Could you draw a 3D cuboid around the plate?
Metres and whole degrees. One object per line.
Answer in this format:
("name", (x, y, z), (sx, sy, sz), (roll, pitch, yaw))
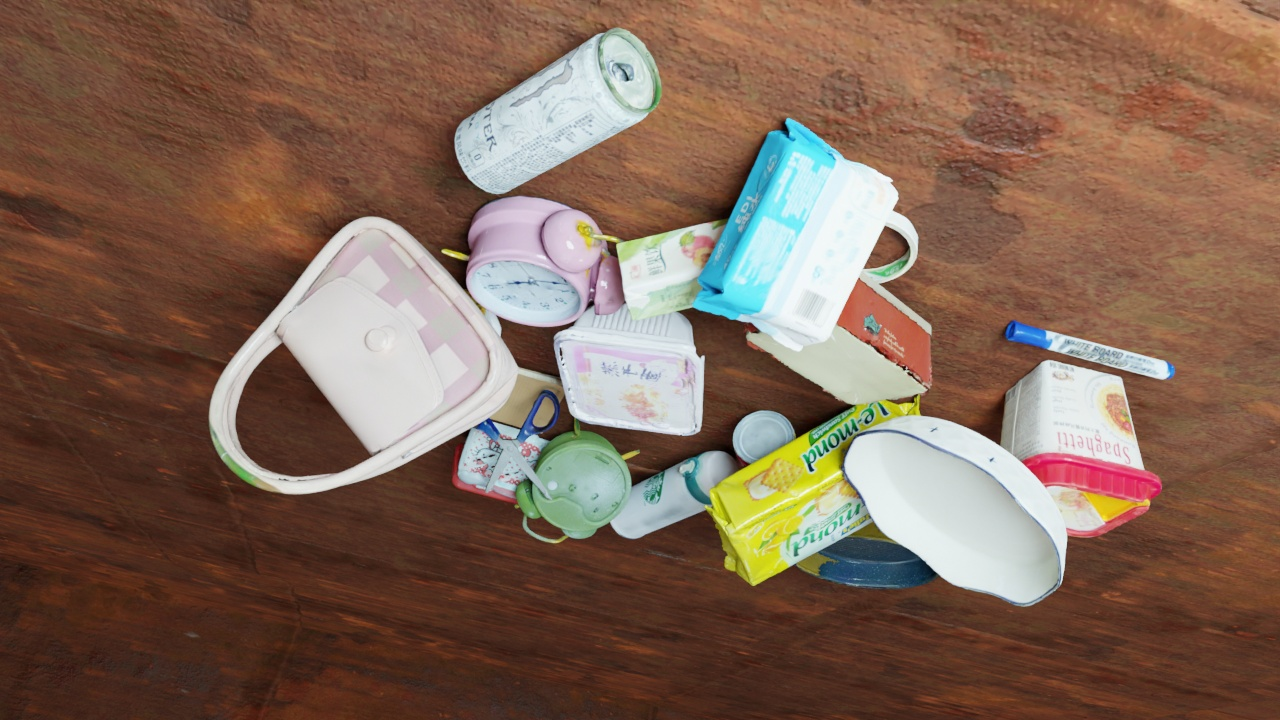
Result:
("plate", (0.273, 0.124, 0.797), (0.205, 0.045, 0.205), (39, 157, 19))

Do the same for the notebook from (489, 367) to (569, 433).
("notebook", (-0.196, 0.026, 1.037), (0.211, 0.012, 0.150), (17, 152, -10))

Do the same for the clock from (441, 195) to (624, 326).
("clock", (-0.072, -0.079, 0.757), (0.159, 0.059, 0.117), (-5, 148, 23))

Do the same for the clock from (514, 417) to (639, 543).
("clock", (-0.081, 0.153, 1.096), (0.116, 0.056, 0.161), (31, 104, -19))

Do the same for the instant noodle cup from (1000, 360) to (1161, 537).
("instant noodle cup", (0.374, 0.076, 0.807), (0.116, 0.124, 0.117), (12, 151, -4))

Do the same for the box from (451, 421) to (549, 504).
("box", (-0.128, 0.134, 1.152), (0.201, 0.095, 0.098), (19, 116, -19))

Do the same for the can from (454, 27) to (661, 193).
("can", (-0.058, -0.161, 0.608), (0.147, 0.058, 0.058), (-17, 141, 41))

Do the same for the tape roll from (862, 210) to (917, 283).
("tape roll", (0.168, -0.087, 0.704), (0.086, 0.013, 0.086), (8, 151, 5))

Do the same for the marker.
("marker", (0.377, -0.008, 0.769), (0.146, 0.016, 0.017), (14, 151, -5))

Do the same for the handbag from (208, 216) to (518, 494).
("handbag", (-0.240, 0.012, 0.760), (0.193, 0.234, 0.093), (48, 166, 12))

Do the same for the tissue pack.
("tissue pack", (0.104, -0.083, 0.626), (0.090, 0.140, 0.063), (22, -171, -18))

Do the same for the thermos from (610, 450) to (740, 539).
("thermos", (0.039, 0.167, 1.144), (0.073, 0.073, 0.225), (24, 148, -22))

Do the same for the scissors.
("scissors", (-0.145, 0.087, 1.031), (0.163, 0.012, 0.174), (-34, 100, 28))

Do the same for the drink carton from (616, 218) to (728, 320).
("drink carton", (0.046, -0.071, 0.696), (0.122, 0.053, 0.045), (-14, 142, 4))

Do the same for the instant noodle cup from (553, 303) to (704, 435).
("instant noodle cup", (-0.005, 0.005, 0.882), (0.138, 0.060, 0.174), (7, 149, 7))

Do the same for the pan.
("pan", (0.343, 0.248, 1.169), (0.197, 0.078, 0.359), (25, 148, -25))

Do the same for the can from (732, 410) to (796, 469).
("can", (0.140, 0.104, 0.998), (0.067, 0.066, 0.094), (1, 149, 18))

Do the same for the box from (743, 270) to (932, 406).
("box", (0.162, -0.014, 0.748), (0.092, 0.077, 0.168), (-14, 149, 43))

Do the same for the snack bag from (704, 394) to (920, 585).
("snack bag", (0.183, 0.131, 0.942), (0.246, 0.068, 0.158), (-28, 144, -1))

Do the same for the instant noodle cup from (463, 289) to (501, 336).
("instant noodle cup", (-0.201, -0.016, 0.873), (0.124, 0.116, 0.116), (-3, 151, 2))
